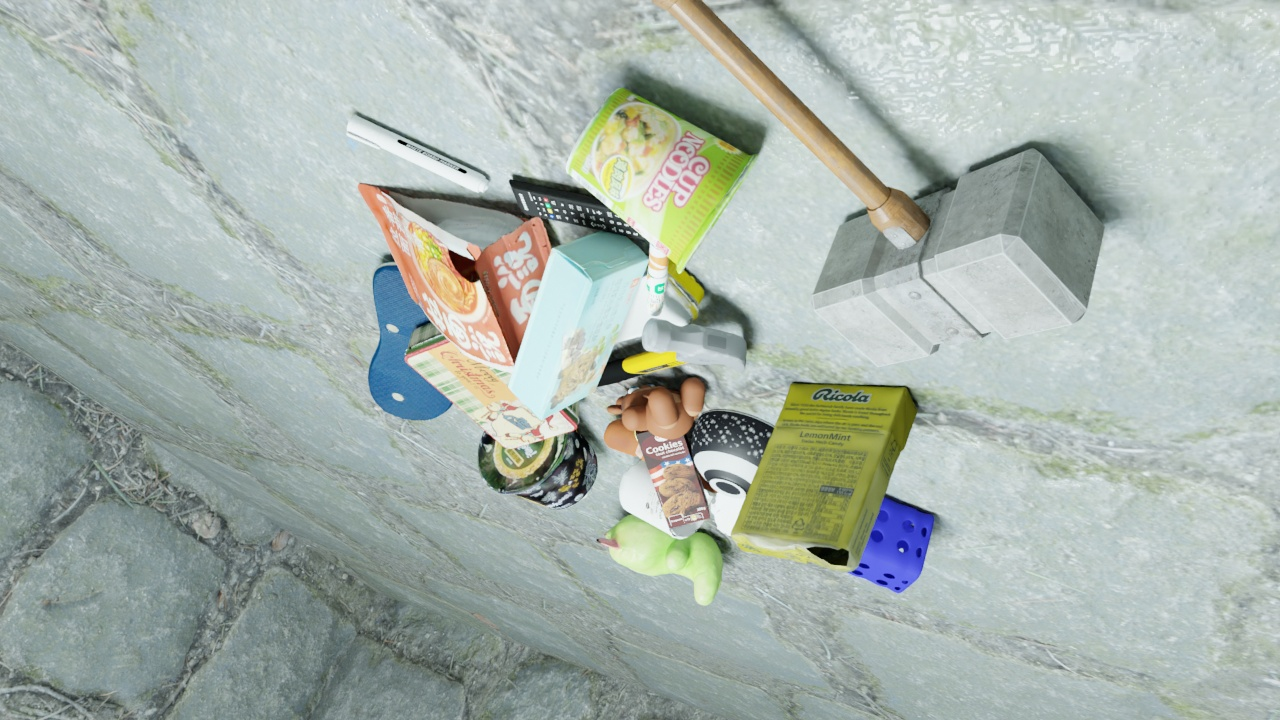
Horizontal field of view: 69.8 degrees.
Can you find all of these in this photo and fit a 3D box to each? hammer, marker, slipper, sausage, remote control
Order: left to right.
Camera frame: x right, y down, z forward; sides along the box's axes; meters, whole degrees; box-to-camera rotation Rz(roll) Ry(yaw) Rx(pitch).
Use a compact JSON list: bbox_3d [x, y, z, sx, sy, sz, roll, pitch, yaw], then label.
[{"bbox_3d":[-0.195,-0.178,0.803,0.133,0.020,0.017,25,164,0],"label":"marker"},{"bbox_3d":[-0.271,-0.024,1.118,0.118,0.060,0.296,19,140,2],"label":"slipper"},{"bbox_3d":[-0.046,-0.128,0.772,0.147,0.015,0.033,15,152,20],"label":"remote control"},{"bbox_3d":[-0.006,0.005,0.936,0.127,0.029,0.324,9,168,-26],"label":"hammer"},{"bbox_3d":[0.016,-0.092,0.743,0.017,0.017,0.146,19,139,13],"label":"marker"},{"bbox_3d":[0.034,0.115,1.117,0.164,0.044,0.039,23,119,3],"label":"sausage"},{"bbox_3d":[0.116,-0.127,0.557,0.317,0.082,0.163,37,151,-23],"label":"hammer"}]

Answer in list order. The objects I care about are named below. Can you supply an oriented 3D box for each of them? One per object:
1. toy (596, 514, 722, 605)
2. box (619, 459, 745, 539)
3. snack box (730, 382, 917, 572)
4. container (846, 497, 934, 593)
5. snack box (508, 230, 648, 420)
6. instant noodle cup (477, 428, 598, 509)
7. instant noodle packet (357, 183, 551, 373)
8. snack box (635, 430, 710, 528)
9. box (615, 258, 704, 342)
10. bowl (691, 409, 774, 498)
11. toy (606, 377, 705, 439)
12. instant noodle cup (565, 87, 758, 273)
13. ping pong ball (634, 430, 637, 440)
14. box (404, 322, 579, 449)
[{"bbox_3d":[0.036,0.285,1.375,0.197,0.107,0.150,30,178,11],"label":"toy"},{"bbox_3d":[0.064,0.180,1.173,0.125,0.084,0.156,2,-164,-45],"label":"box"},{"bbox_3d":[0.165,0.102,0.825,0.121,0.180,0.045,0,140,39],"label":"snack box"},{"bbox_3d":[0.257,0.198,1.031,0.113,0.084,0.085,21,152,7],"label":"container"},{"bbox_3d":[-0.058,-0.031,0.814,0.053,0.074,0.175,42,133,19],"label":"snack box"},{"bbox_3d":[-0.126,0.128,1.200,0.137,0.137,0.112,7,157,33],"label":"instant noodle cup"},{"bbox_3d":[-0.180,-0.087,0.904,0.221,0.083,0.164,25,147,34],"label":"instant noodle packet"},{"bbox_3d":[0.038,0.126,1.063,0.051,0.031,0.141,-15,119,7],"label":"snack box"},{"bbox_3d":[-0.025,-0.049,0.877,0.064,0.037,0.210,43,150,-24],"label":"box"},{"bbox_3d":[0.109,0.115,1.026,0.120,0.066,0.120,20,153,10],"label":"bowl"},{"bbox_3d":[0.014,0.047,0.999,0.094,0.065,0.128,-7,-171,-31],"label":"toy"},{"bbox_3d":[0.011,-0.131,0.640,0.108,0.098,0.099,34,154,-1],"label":"instant noodle cup"},{"bbox_3d":[0.013,0.084,1.081,0.040,0.040,0.040,20,153,10],"label":"ping pong ball"},{"bbox_3d":[-0.169,0.025,1.077,0.118,0.050,0.205,-20,133,21],"label":"box"}]
